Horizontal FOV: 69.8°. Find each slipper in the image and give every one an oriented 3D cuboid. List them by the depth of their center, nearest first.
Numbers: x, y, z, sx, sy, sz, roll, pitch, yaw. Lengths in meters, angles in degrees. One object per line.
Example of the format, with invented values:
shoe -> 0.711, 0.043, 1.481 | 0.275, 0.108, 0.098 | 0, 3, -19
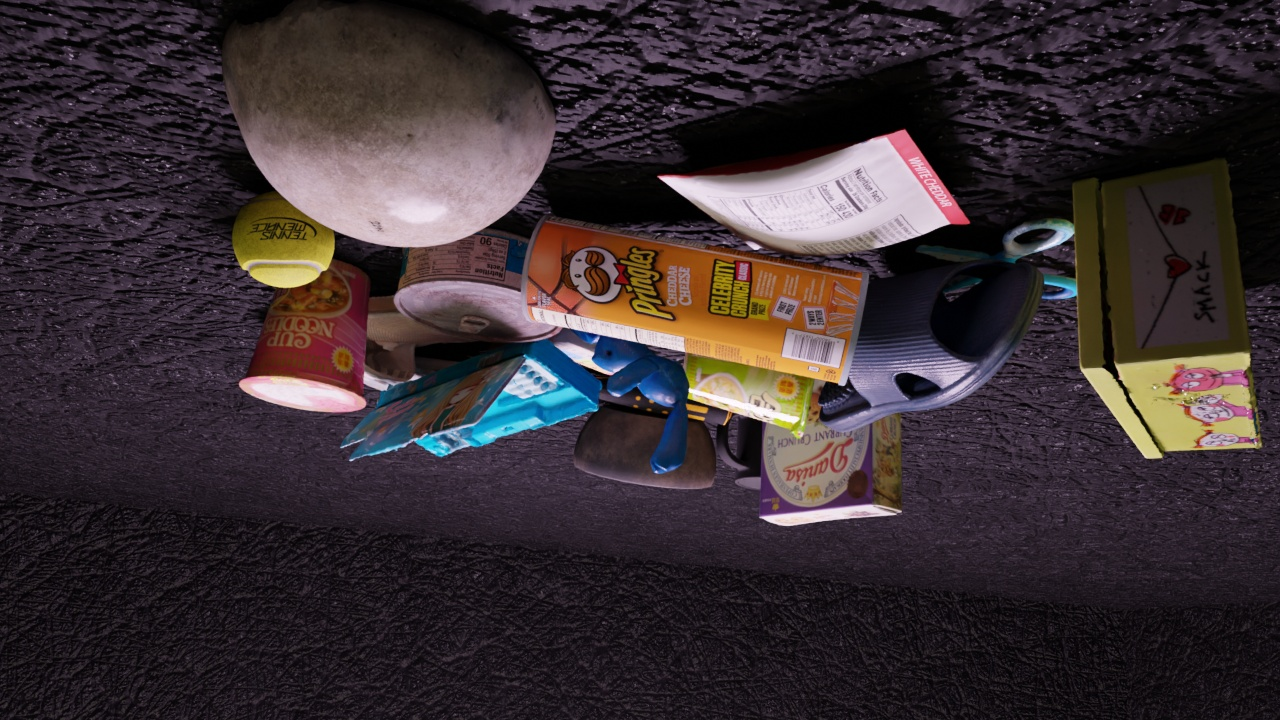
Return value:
slipper -> 0.182, -0.018, 0.666 | 0.082, 0.101, 0.264 | 35, 158, -4
slipper -> -0.251, -0.019, 0.858 | 0.273, 0.054, 0.114 | -8, 153, 34
slipper -> -0.215, 0.032, 0.939 | 0.269, 0.054, 0.098 | 1, 153, 36

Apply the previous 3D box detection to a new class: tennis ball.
tennis ball -> -0.244, -0.083, 0.628 | 0.065, 0.065, 0.065 | 5, 162, 1

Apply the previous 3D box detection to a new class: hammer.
hammer -> -0.058, 0.027, 0.973 | 0.320, 0.036, 0.123 | 10, 162, -8

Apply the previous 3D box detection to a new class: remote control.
remote control -> -0.048, -0.007, 0.886 | 0.038, 0.018, 0.125 | -8, 160, 35

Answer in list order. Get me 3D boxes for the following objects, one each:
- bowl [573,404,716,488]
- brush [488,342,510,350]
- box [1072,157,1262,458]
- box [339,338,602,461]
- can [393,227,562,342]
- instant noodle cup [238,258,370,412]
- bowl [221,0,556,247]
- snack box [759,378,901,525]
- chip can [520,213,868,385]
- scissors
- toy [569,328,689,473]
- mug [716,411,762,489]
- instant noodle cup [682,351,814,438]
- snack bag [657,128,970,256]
bowl -> 0.008, 0.094, 1.039 | 0.162, 0.070, 0.162 | 8, -178, 0
brush -> -0.111, -0.016, 0.839 | 0.048, 0.017, 0.127 | 38, 159, -3
box -> 0.336, -0.020, 0.577 | 0.083, 0.124, 0.220 | -6, 161, 32
box -> -0.168, 0.039, 0.828 | 0.228, 0.086, 0.169 | -18, 170, 37
can -> -0.122, -0.056, 0.712 | 0.130, 0.044, 0.130 | 5, 162, 1
instant noodle cup -> -0.265, -0.023, 0.749 | 0.098, 0.108, 0.098 | 4, 162, 1
bowl -> -0.138, -0.108, 0.500 | 0.178, 0.081, 0.178 | 5, 164, 1
snack box -> 0.178, 0.075, 0.868 | 0.040, 0.147, 0.144 | 16, 159, -33
chip can -> 0.035, -0.042, 0.608 | 0.215, 0.075, 0.075 | 12, 163, 10
scissors -> 0.257, -0.065, 0.633 | 0.139, 0.011, 0.134 | 14, 160, -22
toy -> -0.004, 0.004, 0.743 | 0.071, 0.176, 0.113 | -29, 170, -18
mug -> 0.134, 0.093, 1.029 | 0.113, 0.088, 0.078 | 16, 159, -31
instant noodle cup -> 0.094, 0.007, 0.783 | 0.108, 0.098, 0.099 | 11, 163, 9
snack bag -> 0.104, -0.092, 0.542 | 0.144, 0.039, 0.130 | -3, 165, 33
